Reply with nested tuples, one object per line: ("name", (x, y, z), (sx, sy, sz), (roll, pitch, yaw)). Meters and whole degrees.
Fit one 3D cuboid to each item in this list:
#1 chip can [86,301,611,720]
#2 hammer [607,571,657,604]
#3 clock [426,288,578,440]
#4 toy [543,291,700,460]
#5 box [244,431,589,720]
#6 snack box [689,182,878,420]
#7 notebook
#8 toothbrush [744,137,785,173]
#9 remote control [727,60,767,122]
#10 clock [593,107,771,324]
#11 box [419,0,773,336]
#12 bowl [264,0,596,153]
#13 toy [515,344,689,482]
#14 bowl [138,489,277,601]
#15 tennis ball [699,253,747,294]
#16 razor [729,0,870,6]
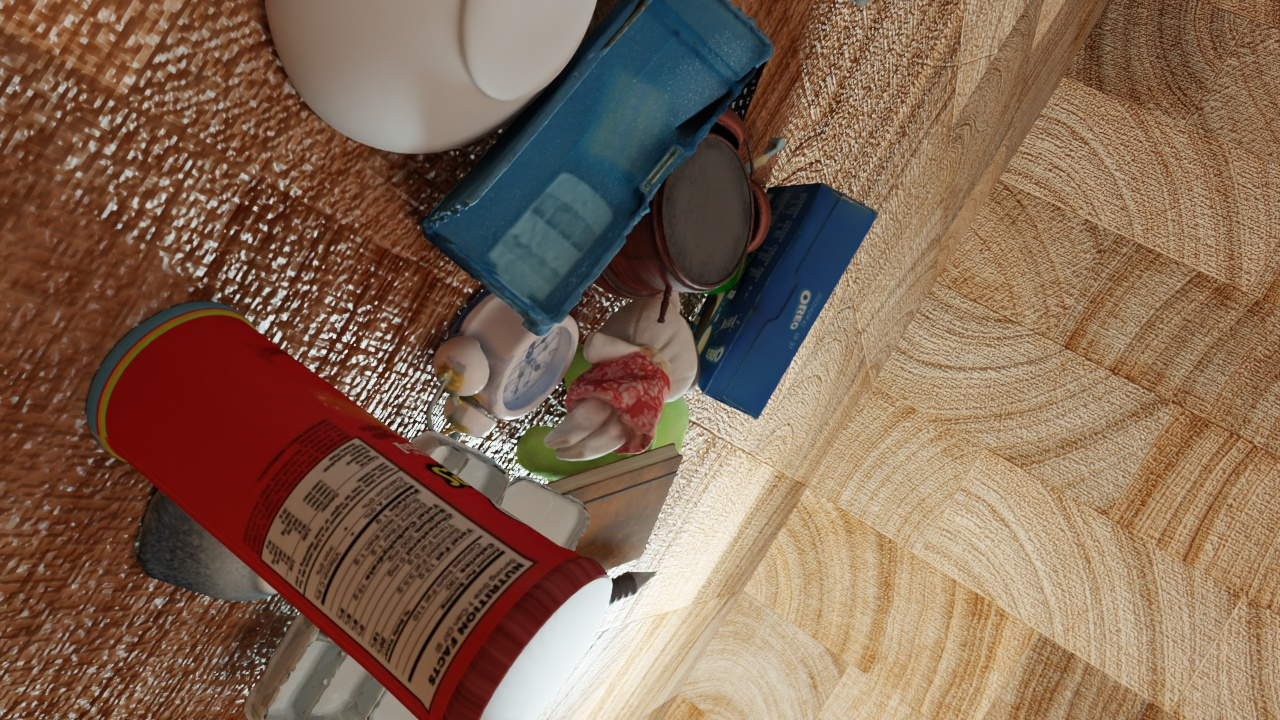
("chip can", (-0.121, 0.062, 0.372), (0.086, 0.213, 0.087), (-48, 158, -27))
("hammer", (-0.110, 0.227, 0.754), (0.321, 0.043, 0.156), (-13, 135, -38))
("clock", (-0.094, 0.003, 0.598), (0.125, 0.052, 0.089), (-44, 157, -28))
("toy", (-0.004, 0.004, 0.675), (0.159, 0.084, 0.193), (64, 37, -32))
("box", (-0.138, 0.160, 0.615), (0.191, 0.045, 0.209), (33, 87, -50))
("snack box", (0.113, -0.064, 0.844), (0.196, 0.056, 0.238), (-61, -172, 8))
("notebook", (-0.090, 0.146, 0.721), (0.248, 0.014, 0.179), (-15, 144, -28))
("toothbrush", (0.082, -0.159, 0.770), (0.022, 0.016, 0.154), (-28, -171, 44))
("remote control", (0.060, -0.179, 0.742), (0.047, 0.022, 0.151), (-33, 151, -52))
("clock", (0.028, -0.108, 0.619), (0.157, 0.072, 0.120), (-48, 128, -33))
("box", (-0.005, -0.132, 0.486), (0.231, 0.094, 0.112), (-52, -167, -16))
("bowl", (-0.066, -0.163, 0.388), (0.176, 0.066, 0.177), (-48, 158, -27))
("toy", (-0.017, 0.064, 0.805), (0.150, 0.107, 0.196), (-60, 151, 7))
("bowl", (-0.193, 0.084, 0.472), (0.110, 0.055, 0.110), (-47, 158, -26))
("tennis ball", (0.061, -0.091, 0.806), (0.065, 0.065, 0.065), (-48, 158, -27))
("razor", (0.094, -0.250, 0.570), (0.047, 0.116, 0.088), (-18, 136, -54))
